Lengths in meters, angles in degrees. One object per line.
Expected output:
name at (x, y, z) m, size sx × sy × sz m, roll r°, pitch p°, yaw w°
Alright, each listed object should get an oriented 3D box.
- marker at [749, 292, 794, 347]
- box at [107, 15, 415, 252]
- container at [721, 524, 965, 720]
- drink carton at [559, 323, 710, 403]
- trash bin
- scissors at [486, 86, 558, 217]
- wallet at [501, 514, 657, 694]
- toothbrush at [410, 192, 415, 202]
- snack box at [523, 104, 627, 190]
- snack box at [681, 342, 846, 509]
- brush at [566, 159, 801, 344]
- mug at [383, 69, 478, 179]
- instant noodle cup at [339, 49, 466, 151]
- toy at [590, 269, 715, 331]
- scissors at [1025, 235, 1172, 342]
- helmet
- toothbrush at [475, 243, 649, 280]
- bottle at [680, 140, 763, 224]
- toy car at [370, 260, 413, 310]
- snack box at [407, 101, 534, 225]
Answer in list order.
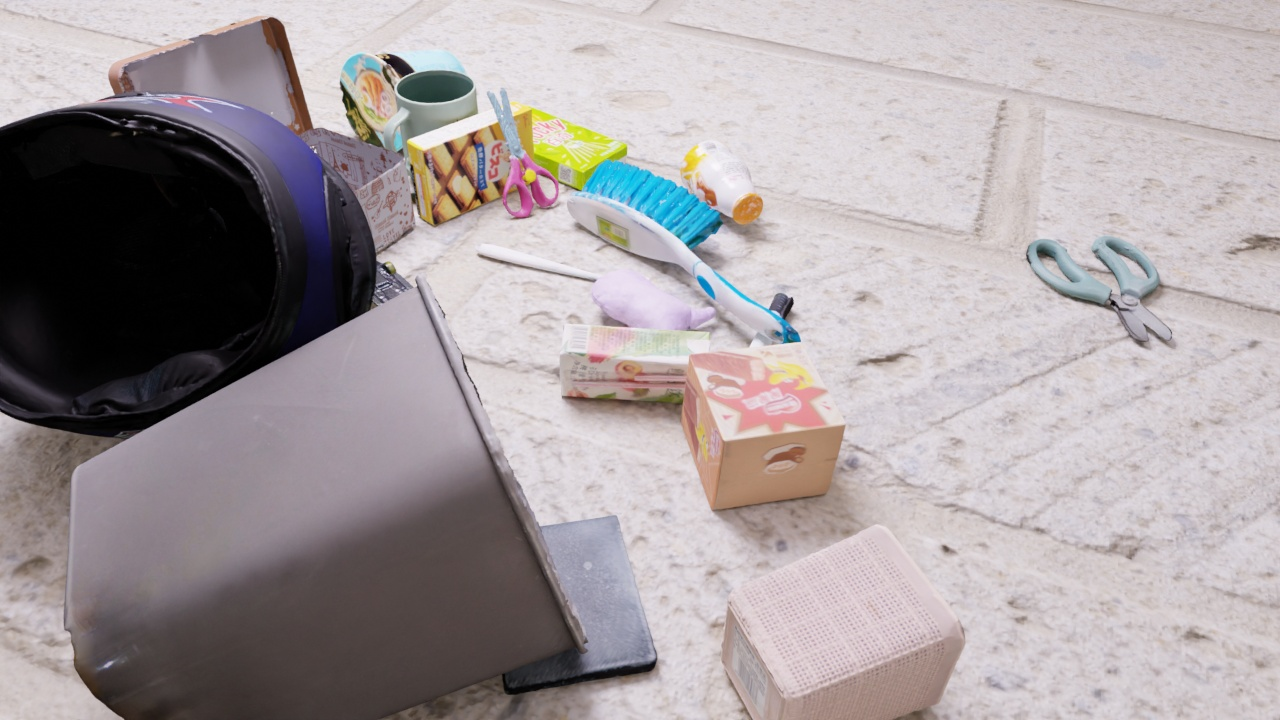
marker at (0.111, -0.020, 0.813) m, size 0.023 × 0.018 × 0.130 m, roll -9°, pitch 32°, yaw 31°
box at (-0.329, -0.188, 0.851) m, size 0.158 × 0.218 × 0.180 m, roll 14°, pitch 39°, yaw 29°
container at (0.114, 0.169, 0.548) m, size 0.110 × 0.090 × 0.090 m, roll -16°, pitch 45°, yaw -17°
drink carton at (-0.004, 0.004, 0.752) m, size 0.122 × 0.054 × 0.045 m, roll 4°, pitch 45°, yaw 1°
trash bin at (-0.172, 0.102, 0.522) m, size 0.219 × 0.199 × 0.199 m, roll -25°, pitch 45°, yaw -9°
scissors at (-0.134, -0.211, 0.939) m, size 0.072 × 0.137 × 0.017 m, roll -36°, pitch 28°, yaw -21°
wallet at (-0.049, 0.156, 0.604) m, size 0.097 × 0.019 × 0.120 m, roll -7°, pitch 44°, yaw -13°
toothbrush at (-0.299, -0.199, 0.994) m, size 0.186 × 0.012 × 0.017 m, roll 21°, pitch 38°, yaw 19°
snack box at (-0.101, -0.246, 1.050) m, size 0.156 × 0.026 × 0.085 m, roll 27°, pitch 46°, yaw 25°
snack box at (0.089, 0.048, 0.691) m, size 0.092 × 0.077 × 0.094 m, roll -6°, pitch 43°, yaw -11°
brush at (0.047, -0.106, 0.876) m, size 0.315 × 0.061 × 0.109 m, roll 29°, pitch 53°, yaw 30°
mug at (-0.222, -0.236, 0.969) m, size 0.082 × 0.106 × 0.111 m, roll 29°, pitch 47°, yaw 25°
instant noodle cup at (-0.263, -0.309, 1.059) m, size 0.111 × 0.111 × 0.120 m, roll 26°, pitch 38°, yaw 24°
toy at (0.006, -0.050, 0.825) m, size 0.108 × 0.039 × 0.083 m, roll 31°, pitch 45°, yaw 23°
scissors at (0.446, -0.073, 0.901) m, size 0.161 × 0.019 × 0.178 m, roll 8°, pitch 43°, yaw 4°
helmet at (-0.312, -0.067, 0.657) m, size 0.316 × 0.247 × 0.240 m, roll -4°, pitch 7°, yaw 17°
toothbrush at (-0.077, -0.092, 0.884) m, size 0.180 × 0.016 × 0.016 m, roll 14°, pitch 40°, yaw 12°
bottle at (0.088, -0.185, 0.967) m, size 0.063 × 0.063 × 0.108 m, roll -15°, pitch 44°, yaw -20°
toy car at (-0.224, -0.056, 0.818) m, size 0.042 × 0.035 × 0.090 m, roll -32°, pitch 53°, yaw -32°
snack box at (-0.172, -0.207, 0.954) m, size 0.034 × 0.087 × 0.140 m, roll 32°, pitch 48°, yaw 30°
